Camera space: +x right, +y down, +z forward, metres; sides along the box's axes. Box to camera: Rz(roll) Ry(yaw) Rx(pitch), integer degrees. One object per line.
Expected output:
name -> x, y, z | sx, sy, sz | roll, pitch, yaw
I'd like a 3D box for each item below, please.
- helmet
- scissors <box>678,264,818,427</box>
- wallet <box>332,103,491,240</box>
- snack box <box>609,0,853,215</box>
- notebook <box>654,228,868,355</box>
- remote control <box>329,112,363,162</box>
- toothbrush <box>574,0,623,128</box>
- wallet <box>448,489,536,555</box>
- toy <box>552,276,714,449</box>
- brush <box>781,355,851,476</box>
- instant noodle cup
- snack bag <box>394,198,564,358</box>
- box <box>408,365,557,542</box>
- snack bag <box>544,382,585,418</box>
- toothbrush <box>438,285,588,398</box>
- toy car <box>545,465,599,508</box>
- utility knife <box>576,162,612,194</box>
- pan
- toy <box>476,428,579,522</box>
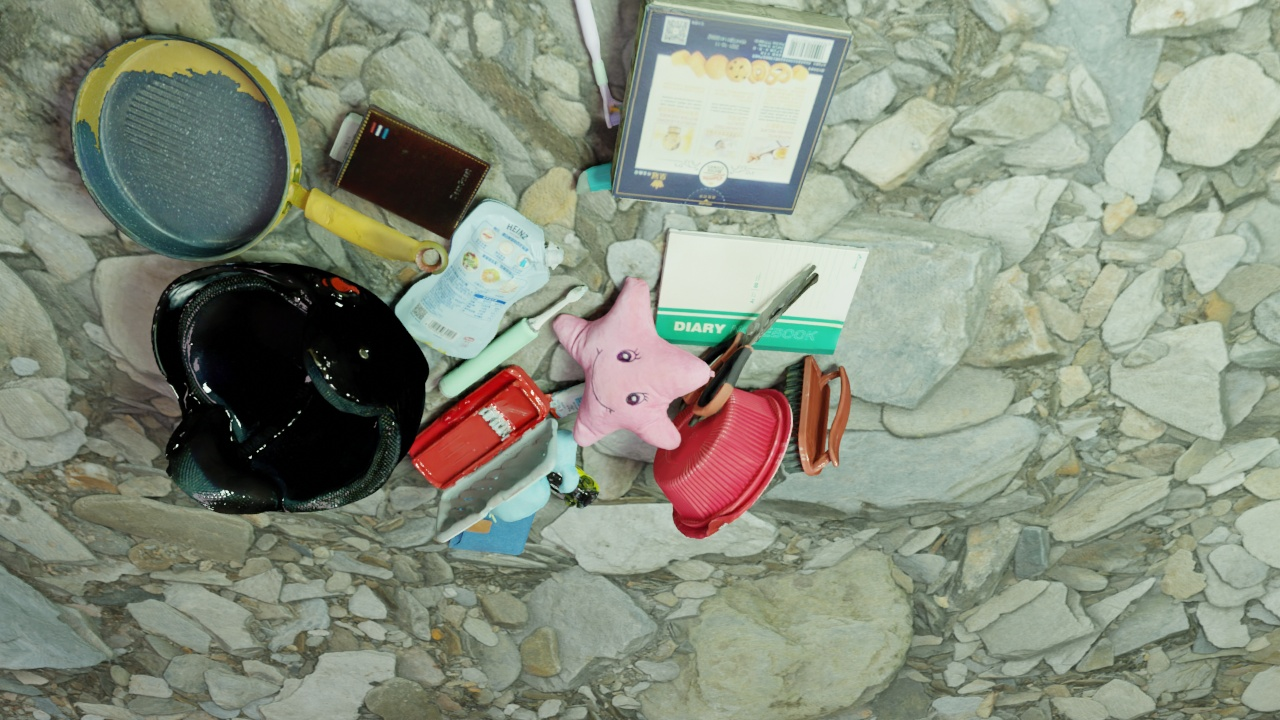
helmet -> -0.345, 0.017, 0.929 | 0.234, 0.229, 0.274 | -35, 98, 19
scissors -> 0.115, -0.013, 0.979 | 0.015, 0.191, 0.208 | 31, 155, -23
wallet -> -0.214, -0.175, 0.863 | 0.122, 0.020, 0.097 | 24, 126, -23
snack box -> 0.074, -0.224, 0.820 | 0.178, 0.045, 0.183 | 4, 130, -12
notebook -> 0.124, -0.069, 0.991 | 0.209, 0.012, 0.151 | 4, 132, -4
remote control -> -0.230, -0.188, 0.880 | 0.125, 0.024, 0.049 | 24, 127, -18
toothbrush -> -0.043, -0.291, 0.792 | 0.021, 0.029, 0.189 | 18, 141, 36
wallet -> -0.194, 0.208, 1.218 | 0.106, 0.040, 0.133 | 10, 130, -14
toy -> -0.006, 0.006, 0.997 | 0.179, 0.074, 0.195 | -3, 103, 20
brush -> 0.196, 0.065, 1.019 | 0.069, 0.145, 0.063 | -13, 132, 29
instant noodle cup -> 0.079, 0.098, 1.020 | 0.066, 0.193, 0.194 | 36, 122, -21
snack bag -> -0.169, -0.082, 0.964 | 0.110, 0.038, 0.191 | 35, 121, -20
box -> -0.182, 0.111, 1.081 | 0.202, 0.154, 0.073 | -35, 158, 26
snack bag -> -0.071, 0.042, 1.078 | 0.104, 0.026, 0.048 | -21, 134, 16
toothbrush -> -0.144, -0.022, 1.023 | 0.225, 0.027, 0.026 | -34, 94, 26
toy car -> -0.100, 0.146, 1.167 | 0.105, 0.032, 0.048 | 35, 122, -12
utility knife -> 0.023, -0.189, 0.885 | 0.179, 0.013, 0.029 | -11, 133, 5
pan -> -0.331, -0.155, 0.813 | 0.357, 0.078, 0.198 | 20, 110, -3
toy -> -0.145, 0.138, 1.122 | 0.161, 0.049, 0.156 | 25, 100, 29
